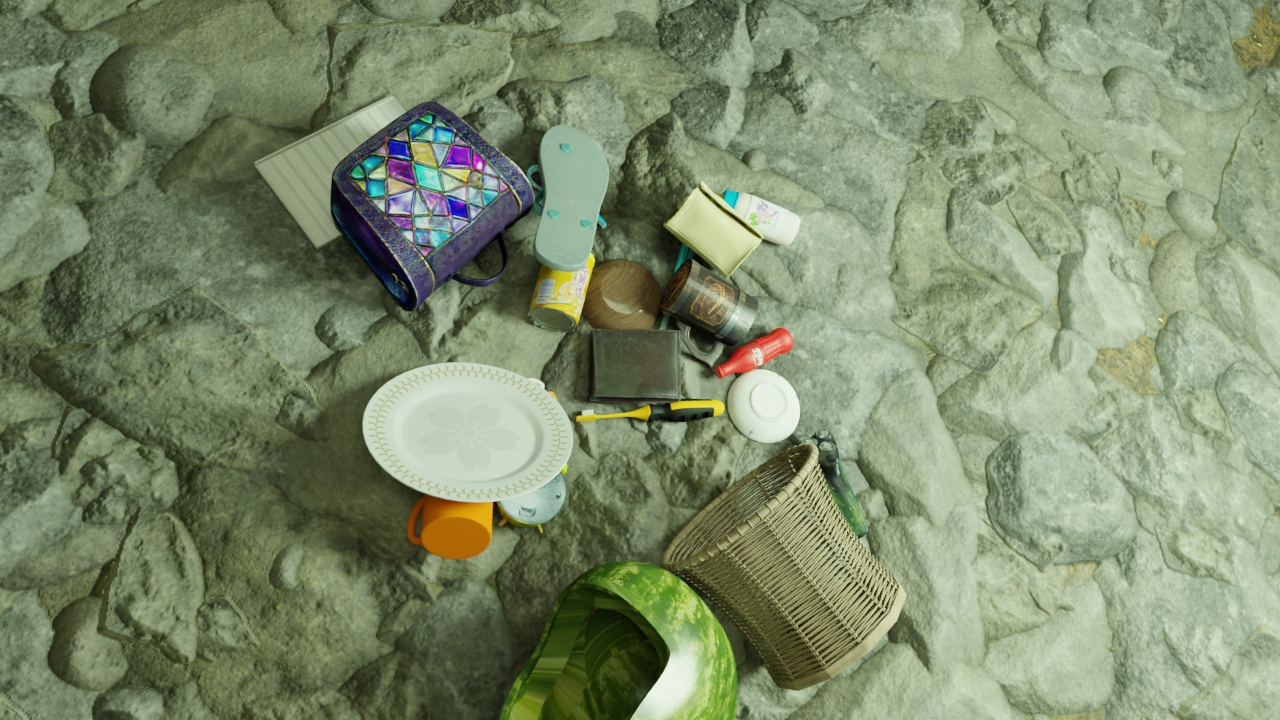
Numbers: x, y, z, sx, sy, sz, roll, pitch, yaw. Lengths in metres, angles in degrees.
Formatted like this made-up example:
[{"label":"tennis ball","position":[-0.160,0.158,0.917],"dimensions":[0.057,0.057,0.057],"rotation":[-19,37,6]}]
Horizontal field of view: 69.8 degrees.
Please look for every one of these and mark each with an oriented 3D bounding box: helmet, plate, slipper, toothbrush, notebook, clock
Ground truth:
[{"label":"helmet","position":[-0.007,0.348,0.977],"dimensions":[0.243,0.214,0.246],"rotation":[45,48,-38]},{"label":"plate","position":[-0.200,0.083,1.077],"dimensions":[0.242,0.016,0.242],"rotation":[10,36,-7]},{"label":"plate","position":[0.170,0.058,1.237],"dimensions":[0.104,0.026,0.104],"rotation":[5,69,-14]},{"label":"slipper","position":[-0.094,-0.208,1.219],"dimensions":[0.098,0.055,0.268],"rotation":[8,51,-12]},{"label":"toothbrush","position":[0.014,0.068,1.192],"dimensions":[0.196,0.031,0.030],"rotation":[-4,57,-11]},{"label":"notebook","position":[-0.377,-0.254,1.215],"dimensions":[0.209,0.009,0.142],"rotation":[-36,83,-23]},{"label":"clock","position":[-0.132,0.147,1.108],"dimensions":[0.083,0.057,0.119],"rotation":[12,69,-9]}]

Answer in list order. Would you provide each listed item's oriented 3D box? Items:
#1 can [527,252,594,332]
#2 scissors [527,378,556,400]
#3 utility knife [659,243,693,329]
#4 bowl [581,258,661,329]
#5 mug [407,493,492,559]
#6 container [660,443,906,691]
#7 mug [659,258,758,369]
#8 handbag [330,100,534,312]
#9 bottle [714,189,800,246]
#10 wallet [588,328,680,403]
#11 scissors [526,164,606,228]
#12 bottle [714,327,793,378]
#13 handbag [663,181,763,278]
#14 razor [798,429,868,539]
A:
[{"label":"can","position":[-0.103,-0.097,1.199],"dimensions":[0.067,0.068,0.104],"rotation":[16,68,-9]},{"label":"scissors","position":[-0.162,0.072,1.152],"dimensions":[0.127,0.013,0.064],"rotation":[-39,83,-24]},{"label":"utility knife","position":[0.051,-0.102,1.271],"dimensions":[0.022,0.015,0.180],"rotation":[27,67,-26]},{"label":"bowl","position":[-0.023,-0.089,1.236],"dimensions":[0.117,0.030,0.117],"rotation":[5,70,-13]},{"label":"mug","position":[-0.224,0.173,1.056],"dimensions":[0.113,0.077,0.095],"rotation":[-26,40,16]},{"label":"container","position":[0.171,0.243,1.071],"dimensions":[0.226,0.227,0.196],"rotation":[-38,91,-23]},{"label":"mug","position":[0.084,-0.060,1.229],"dimensions":[0.107,0.080,0.116],"rotation":[28,94,-15]},{"label":"handbag","position":[-0.258,-0.183,1.156],"dimensions":[0.222,0.126,0.204],"rotation":[46,66,-3]},{"label":"bottle","position":[0.155,-0.211,1.316],"dimensions":[0.146,0.051,0.051],"rotation":[21,67,-6]},{"label":"wallet","position":[-0.007,0.007,1.195],"dimensions":[0.120,0.031,0.099],"rotation":[0,69,1]},{"label":"scissors","position":[-0.089,-0.239,1.285],"dimensions":[0.134,0.011,0.137],"rotation":[43,65,6]},{"label":"bottle","position":[0.153,-0.007,1.249],"dimensions":[0.118,0.036,0.036],"rotation":[-26,79,-21]},{"label":"handbag","position":[0.099,-0.183,1.253],"dimensions":[0.119,0.111,0.081],"rotation":[40,107,-5]},{"label":"razor","position":[0.257,0.165,1.201],"dimensions":[0.053,0.067,0.151],"rotation":[-26,87,-18]}]
